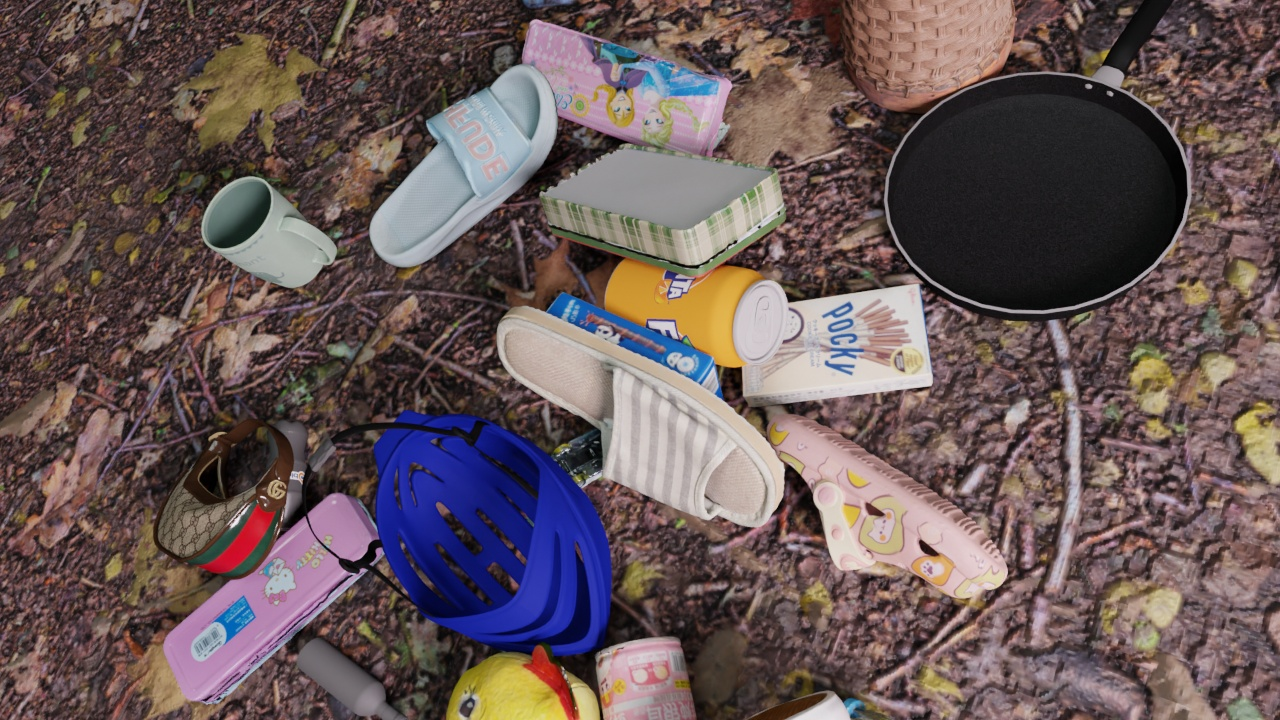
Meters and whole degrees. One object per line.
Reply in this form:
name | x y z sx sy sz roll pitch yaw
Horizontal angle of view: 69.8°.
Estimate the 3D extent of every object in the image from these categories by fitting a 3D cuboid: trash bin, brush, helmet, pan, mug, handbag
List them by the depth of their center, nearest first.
brush | 0.122 0.294 0.617 0.075 0.055 0.135 6 68 44
helmet | -0.134 0.123 0.677 0.241 0.227 0.148 43 93 25
pan | 0.355 -0.187 0.756 0.225 0.034 0.356 32 80 27
trash bin | 0.236 -0.330 0.759 0.151 0.210 0.151 -7 66 15
handbag | -0.374 0.120 0.835 0.167 0.063 0.138 5 64 46
mug | -0.364 -0.122 0.931 0.111 0.104 0.084 6 69 22

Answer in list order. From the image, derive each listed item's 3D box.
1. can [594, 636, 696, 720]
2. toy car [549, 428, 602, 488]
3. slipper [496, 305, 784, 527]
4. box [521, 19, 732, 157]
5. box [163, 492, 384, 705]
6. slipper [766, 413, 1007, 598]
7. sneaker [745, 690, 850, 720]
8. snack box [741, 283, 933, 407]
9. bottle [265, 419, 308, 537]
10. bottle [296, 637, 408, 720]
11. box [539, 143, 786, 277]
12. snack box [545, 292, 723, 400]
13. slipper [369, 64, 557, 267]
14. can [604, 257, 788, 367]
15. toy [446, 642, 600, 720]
can | 0.005 0.247 0.666 0.067 0.067 0.076 -17 62 11
toy car | -0.033 0.078 0.775 0.089 0.027 0.038 -26 62 -12
slipper | -0.013 0.044 0.719 0.273 0.115 0.053 32 46 20
box | -0.012 -0.268 0.914 0.230 0.076 0.085 26 115 26
box | -0.321 0.209 0.814 0.214 0.036 0.076 -41 65 -2
slipper | 0.166 0.114 0.668 0.197 0.093 0.081 36 102 30
sneaker | 0.034 0.331 0.589 0.295 0.120 0.127 -43 70 13
snack box | 0.157 -0.011 0.751 0.150 0.026 0.081 -8 64 16
bottle | -0.331 0.110 0.857 0.036 0.036 0.109 -14 64 12
bottle | -0.235 0.271 0.758 0.113 0.030 0.030 25 77 26
box | 0.014 -0.132 0.785 0.117 0.050 0.206 -38 37 -27
snack box | -0.005 0.004 0.762 0.151 0.087 0.034 25 65 26
slipper | -0.181 -0.193 0.907 0.245 0.074 0.104 -44 65 6
can | 0.043 -0.042 0.754 0.143 0.079 0.079 15 72 42
toy | -0.099 0.295 0.665 0.208 0.092 0.134 -49 56 10
